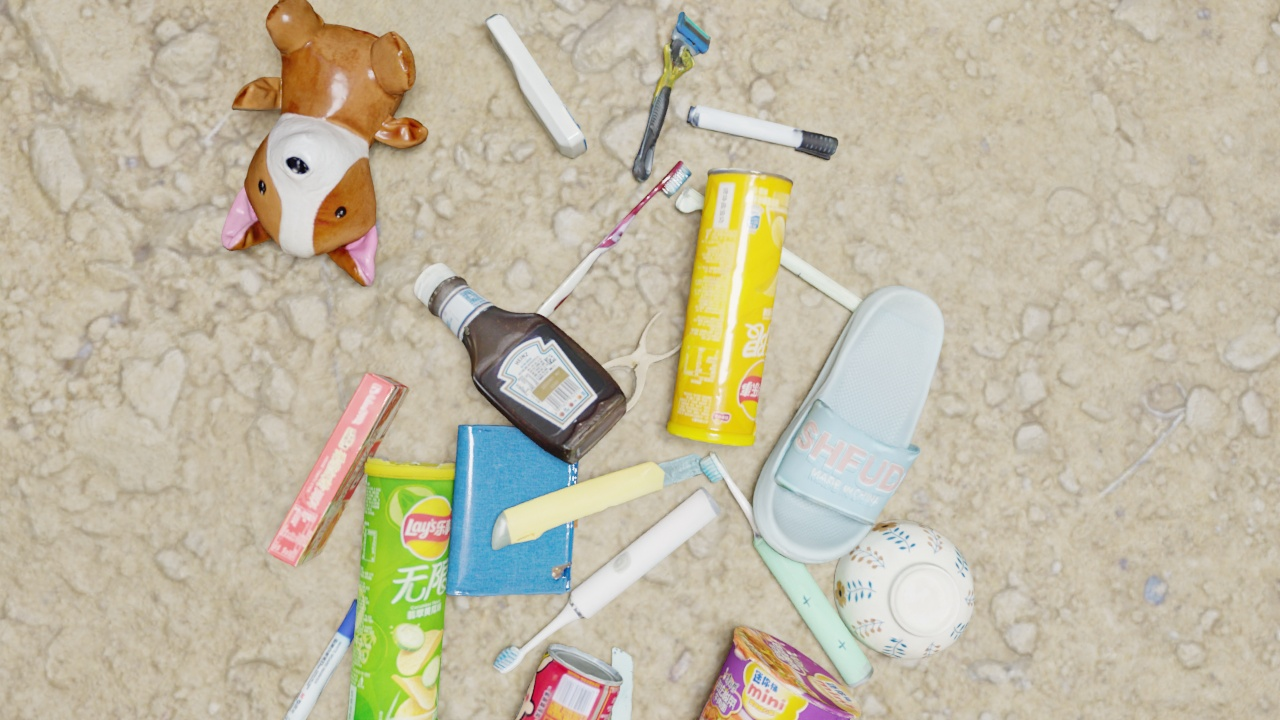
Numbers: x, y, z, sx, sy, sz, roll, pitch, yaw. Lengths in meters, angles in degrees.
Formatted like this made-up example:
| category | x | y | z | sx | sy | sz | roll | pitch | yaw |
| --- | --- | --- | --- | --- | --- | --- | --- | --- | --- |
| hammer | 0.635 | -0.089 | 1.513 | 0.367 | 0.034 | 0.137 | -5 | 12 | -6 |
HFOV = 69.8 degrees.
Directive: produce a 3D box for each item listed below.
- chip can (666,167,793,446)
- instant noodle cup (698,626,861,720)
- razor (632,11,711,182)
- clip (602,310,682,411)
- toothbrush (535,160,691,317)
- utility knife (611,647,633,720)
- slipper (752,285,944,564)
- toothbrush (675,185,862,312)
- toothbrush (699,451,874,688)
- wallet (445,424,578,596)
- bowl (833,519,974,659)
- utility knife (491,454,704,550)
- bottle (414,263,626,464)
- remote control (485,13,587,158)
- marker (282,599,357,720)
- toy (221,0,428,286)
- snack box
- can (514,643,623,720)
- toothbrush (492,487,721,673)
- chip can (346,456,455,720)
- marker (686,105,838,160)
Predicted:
| category | x | y | z | sx | sy | sz | roll | pitch | yaw |
| --- | --- | --- | --- | --- | --- | --- | --- | --- | --- |
| chip can | 0.070 | -0.042 | 0.730 | 0.072 | 0.072 | 0.213 | 8 | 92 | -3 |
| instant noodle cup | 0.097 | 0.278 | 0.710 | 0.111 | 0.111 | 0.099 | 31 | 94 | -1 |
| razor | 0.020 | -0.218 | 0.777 | 0.042 | 0.022 | 0.142 | 21 | 88 | -46 |
| clip | -0.015 | -0.002 | 0.754 | 0.081 | 0.035 | 0.104 | 29 | 80 | -2 |
| toothbrush | -0.024 | -0.097 | 0.769 | 0.017 | 0.016 | 0.187 | 44 | 84 | -10 |
| utility knife | -0.018 | 0.337 | 0.739 | 0.034 | 0.018 | 0.206 | 1 | 85 | -3 |
| slipper | 0.181 | 0.052 | 0.736 | 0.104 | 0.074 | 0.245 | 28 | 83 | -13 |
| toothbrush | 0.114 | -0.090 | 0.775 | 0.189 | 0.020 | 0.029 | 32 | 52 | -2 |
| toothbrush | 0.120 | 0.169 | 0.753 | 0.027 | 0.026 | 0.224 | -34 | 89 | 13 |
| wallet | -0.098 | 0.117 | 0.724 | 0.106 | 0.040 | 0.133 | 5 | 87 | -27 |
| bowl | 0.219 | 0.189 | 0.741 | 0.113 | 0.062 | 0.113 | 0 | 87 | -3 |
| utility knife | -0.028 | 0.107 | 0.726 | 0.194 | 0.020 | 0.031 | -15 | 95 | -20 |
| bottle | -0.101 | -0.006 | 0.721 | 0.195 | 0.044 | 0.079 | 40 | 73 | 16 |
| remote control | -0.086 | -0.224 | 0.757 | 0.024 | 0.049 | 0.125 | -33 | 88 | -3 |
| marker | -0.258 | 0.258 | 0.729 | 0.017 | 0.017 | 0.145 | 30 | 85 | -1 |
| toy | -0.245 | -0.167 | 0.713 | 0.140 | 0.130 | 0.199 | 18 | 95 | -8 |
| snack box | -0.232 | 0.082 | 0.713 | 0.025 | 0.075 | 0.153 | 28 | 85 | -2 |
| can | -0.062 | 0.278 | 0.715 | 0.066 | 0.066 | 0.093 | 24 | 85 | -2 |
| toothbrush | -0.027 | 0.181 | 0.744 | 0.221 | 0.027 | 0.026 | -38 | 127 | -5 |
| chip can | -0.185 | 0.187 | 0.711 | 0.072 | 0.072 | 0.221 | 4 | 86 | -3 |
| marker | 0.104 | -0.194 | 0.782 | 0.130 | 0.018 | 0.022 | 11 | 95 | -3 |
